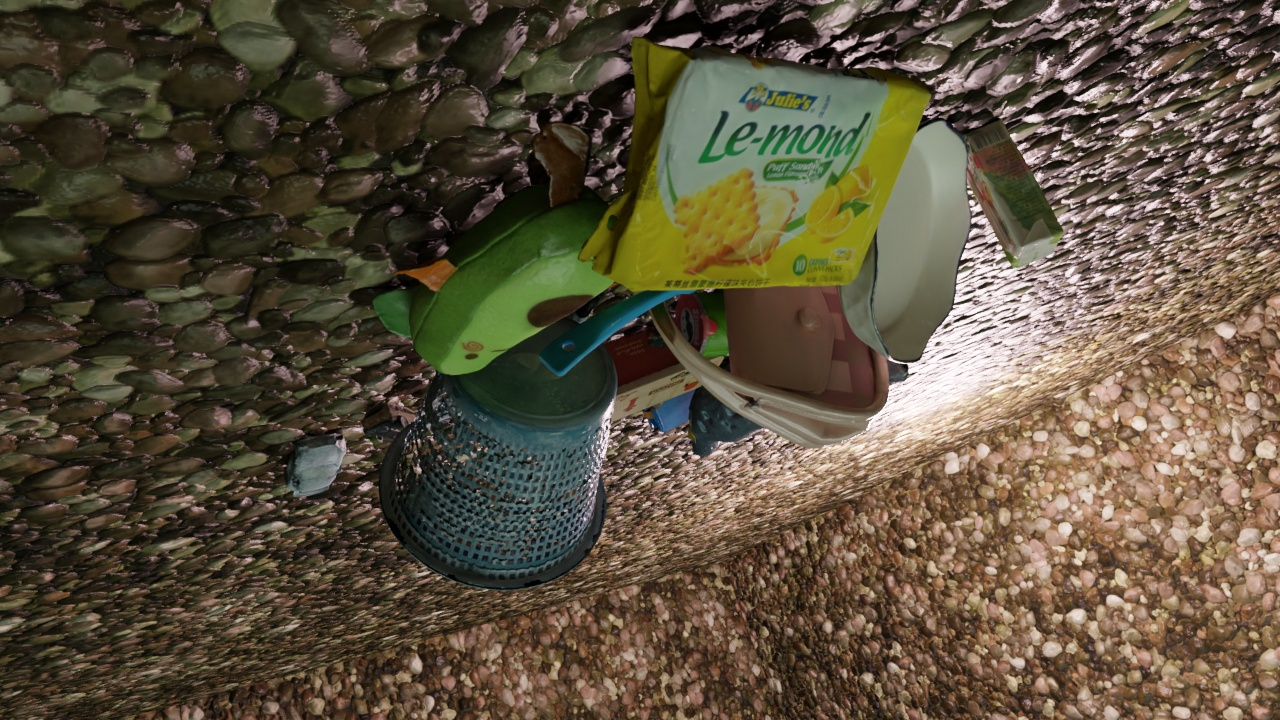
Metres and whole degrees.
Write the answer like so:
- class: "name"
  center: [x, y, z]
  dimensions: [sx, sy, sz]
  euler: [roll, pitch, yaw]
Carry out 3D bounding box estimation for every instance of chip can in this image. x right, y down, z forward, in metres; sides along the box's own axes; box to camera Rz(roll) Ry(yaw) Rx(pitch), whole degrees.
- class: "chip can"
  center: [0.157, -0.043, 0.971]
  dimensions: [0.235, 0.072, 0.072]
  euler: [-5, 157, -21]

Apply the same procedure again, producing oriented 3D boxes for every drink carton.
- class: "drink carton"
  center: [0.327, -0.148, 0.820]
  dimensions: [0.045, 0.122, 0.053]
  euler: [-21, 162, 7]

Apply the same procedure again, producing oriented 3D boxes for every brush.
- class: "brush"
  center: [0.023, -0.060, 0.717]
  dimensions: [0.254, 0.083, 0.046]
  euler: [-35, 152, -32]

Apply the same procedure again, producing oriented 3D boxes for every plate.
- class: "plate"
  center: [0.227, -0.102, 0.785]
  dimensions: [0.046, 0.205, 0.204]
  euler: [13, -177, 36]

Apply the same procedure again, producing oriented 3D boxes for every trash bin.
- class: "trash bin"
  center: [-0.116, 0.065, 0.849]
  dimensions: [0.226, 0.226, 0.196]
  euler: [-9, 141, -31]

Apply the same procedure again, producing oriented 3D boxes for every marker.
- class: "marker"
  center: [-0.067, -0.033, 0.902]
  dimensions: [0.022, 0.018, 0.131]
  euler: [-19, 163, -33]

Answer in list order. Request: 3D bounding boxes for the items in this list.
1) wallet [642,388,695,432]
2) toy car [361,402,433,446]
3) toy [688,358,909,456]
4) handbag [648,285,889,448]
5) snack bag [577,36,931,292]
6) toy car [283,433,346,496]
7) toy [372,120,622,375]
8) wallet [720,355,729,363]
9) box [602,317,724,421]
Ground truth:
- class: "wallet"
  center: [0.051, 0.045, 1.169]
  dimensions: [0.106, 0.040, 0.133]
  euler: [-25, 156, -2]
- class: "toy car"
  center: [-0.253, 0.068, 0.966]
  dimensions: [0.042, 0.035, 0.090]
  euler: [-23, 161, 13]
- class: "toy"
  center: [0.142, 0.045, 1.069]
  dimensions: [0.137, 0.091, 0.357]
  euler: [23, 149, -31]
- class: "handbag"
  center: [0.104, -0.034, 0.824]
  dimensions: [0.234, 0.193, 0.094]
  euler: [14, 146, -26]
- class: "snack bag"
  center: [0.080, -0.130, 0.628]
  dimensions: [0.246, 0.068, 0.158]
  euler: [-5, 125, -35]
- class: "toy car"
  center: [-0.353, 0.114, 0.995]
  dimensions: [0.054, 0.036, 0.121]
  euler: [-8, 155, -31]
- class: "toy"
  center: [-0.086, -0.067, 0.678]
  dimensions: [0.247, 0.090, 0.226]
  euler: [-37, 156, 30]
- class: "wallet"
  center: [0.085, 0.022, 1.211]
  dimensions: [0.115, 0.020, 0.101]
  euler: [-12, 158, -15]
- class: "box"
  center: [-0.006, 0.006, 1.001]
  dimensions: [0.168, 0.079, 0.091]
  euler: [-20, 161, -20]
